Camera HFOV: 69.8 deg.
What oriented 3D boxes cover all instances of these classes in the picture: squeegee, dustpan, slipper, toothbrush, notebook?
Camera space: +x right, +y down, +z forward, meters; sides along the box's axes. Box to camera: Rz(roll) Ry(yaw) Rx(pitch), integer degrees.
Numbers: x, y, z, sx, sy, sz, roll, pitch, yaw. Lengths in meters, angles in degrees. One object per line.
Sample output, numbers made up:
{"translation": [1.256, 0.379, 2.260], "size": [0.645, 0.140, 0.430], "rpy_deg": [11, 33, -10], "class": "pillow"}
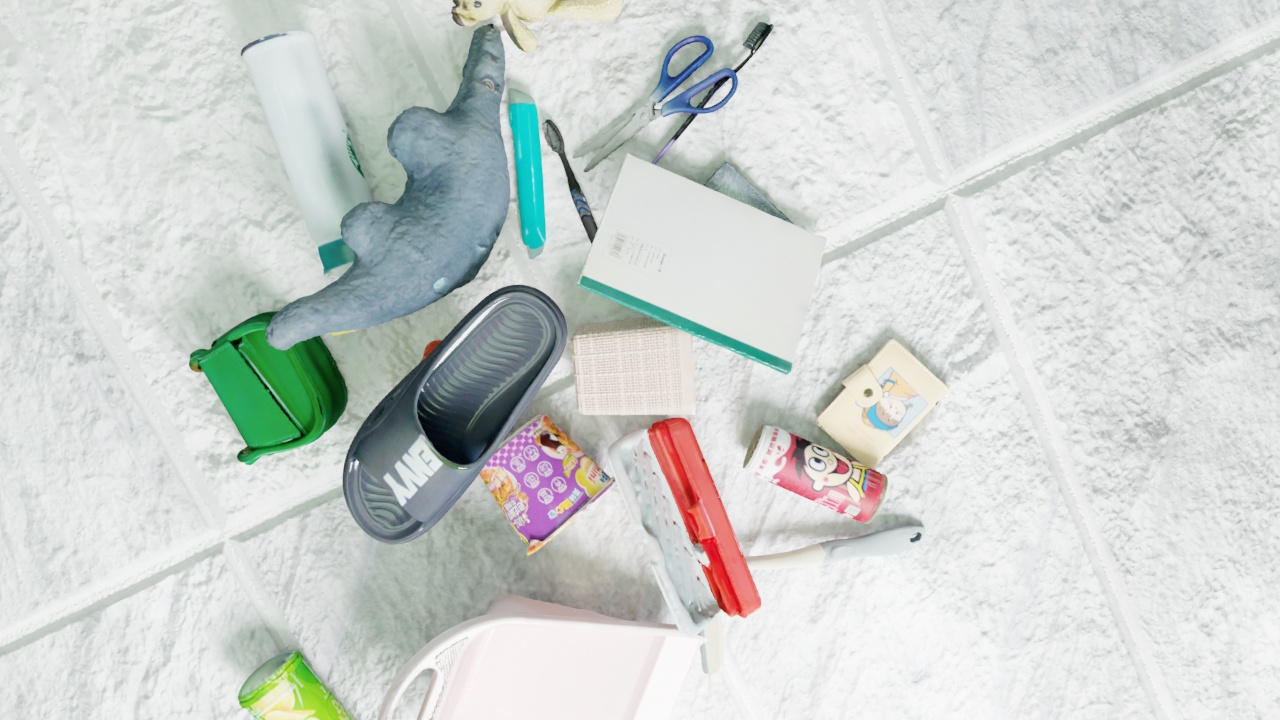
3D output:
{"translation": [0.172, 0.195, 0.927], "size": [0.246, 0.039, 0.246], "rpy_deg": [-7, 99, -1], "class": "squeegee"}
{"translation": [-0.094, 0.338, 0.847], "size": [0.273, 0.138, 0.222], "rpy_deg": [18, 96, -2], "class": "dustpan"}
{"translation": [-0.168, 0.047, 0.794], "size": [0.110, 0.083, 0.268], "rpy_deg": [39, 94, -5], "class": "slipper"}
{"translation": [0.060, -0.247, 0.870], "size": [0.017, 0.014, 0.189], "rpy_deg": [41, 96, 1], "class": "toothbrush"}
{"translation": [0.061, -0.090, 0.840], "size": [0.209, 0.012, 0.150], "rpy_deg": [22, 66, -8], "class": "notebook"}
{"translation": [-0.054, -0.141, 0.882], "size": [0.014, 0.016, 0.189], "rpy_deg": [-19, 100, 15], "class": "toothbrush"}

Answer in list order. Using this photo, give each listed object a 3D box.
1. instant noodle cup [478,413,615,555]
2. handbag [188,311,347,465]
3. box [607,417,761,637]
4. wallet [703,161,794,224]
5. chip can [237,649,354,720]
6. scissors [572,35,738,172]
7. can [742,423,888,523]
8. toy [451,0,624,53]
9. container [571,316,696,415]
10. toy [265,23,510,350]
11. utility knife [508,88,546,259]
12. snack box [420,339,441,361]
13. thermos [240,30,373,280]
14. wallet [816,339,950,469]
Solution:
{"translation": [-0.095, 0.113, 0.878], "size": [0.111, 0.111, 0.099], "rpy_deg": [-39, 89, 4], "class": "instant noodle cup"}
{"translation": [-0.357, 0.024, 0.879], "size": [0.120, 0.068, 0.131], "rpy_deg": [-23, 100, 9], "class": "handbag"}
{"translation": [0.032, 0.161, 0.883], "size": [0.091, 0.094, 0.201], "rpy_deg": [-23, 90, -14], "class": "box"}
{"translation": [0.077, -0.116, 0.889], "size": [0.097, 0.019, 0.121], "rpy_deg": [42, 94, -9], "class": "wallet"}
{"translation": [-0.313, 0.394, 0.929], "size": [0.072, 0.072, 0.221], "rpy_deg": [-36, 97, 4], "class": "chip can"}
{"translation": [0.017, -0.228, 0.864], "size": [0.128, 0.012, 0.173], "rpy_deg": [28, 93, 11], "class": "scissors"}
{"translation": [0.171, 0.110, 0.902], "size": [0.133, 0.053, 0.053], "rpy_deg": [24, 97, 0], "class": "can"}
{"translation": [-0.092, -0.333, 0.827], "size": [0.157, 0.066, 0.105], "rpy_deg": [-5, 90, -14], "class": "toy"}
{"translation": [-0.005, 0.005, 0.870], "size": [0.111, 0.090, 0.090], "rpy_deg": [-4, 99, 2], "class": "container"}
{"translation": [-0.189, -0.139, 0.825], "size": [0.138, 0.091, 0.355], "rpy_deg": [35, 76, -28], "class": "toy"}
{"translation": [-0.108, -0.177, 0.877], "size": [0.029, 0.013, 0.161], "rpy_deg": [-3, 101, 2], "class": "utility knife"}
{"translation": [-0.178, 0.032, 0.873], "size": [0.082, 0.080, 0.091], "rpy_deg": [9, 98, -4], "class": "snack box"}
{"translation": [-0.291, -0.182, 0.846], "size": [0.073, 0.073, 0.224], "rpy_deg": [-18, 99, 1], "class": "thermos"}
{"translation": [0.238, 0.042, 0.914], "size": [0.087, 0.024, 0.115], "rpy_deg": [42, 97, -12], "class": "wallet"}
